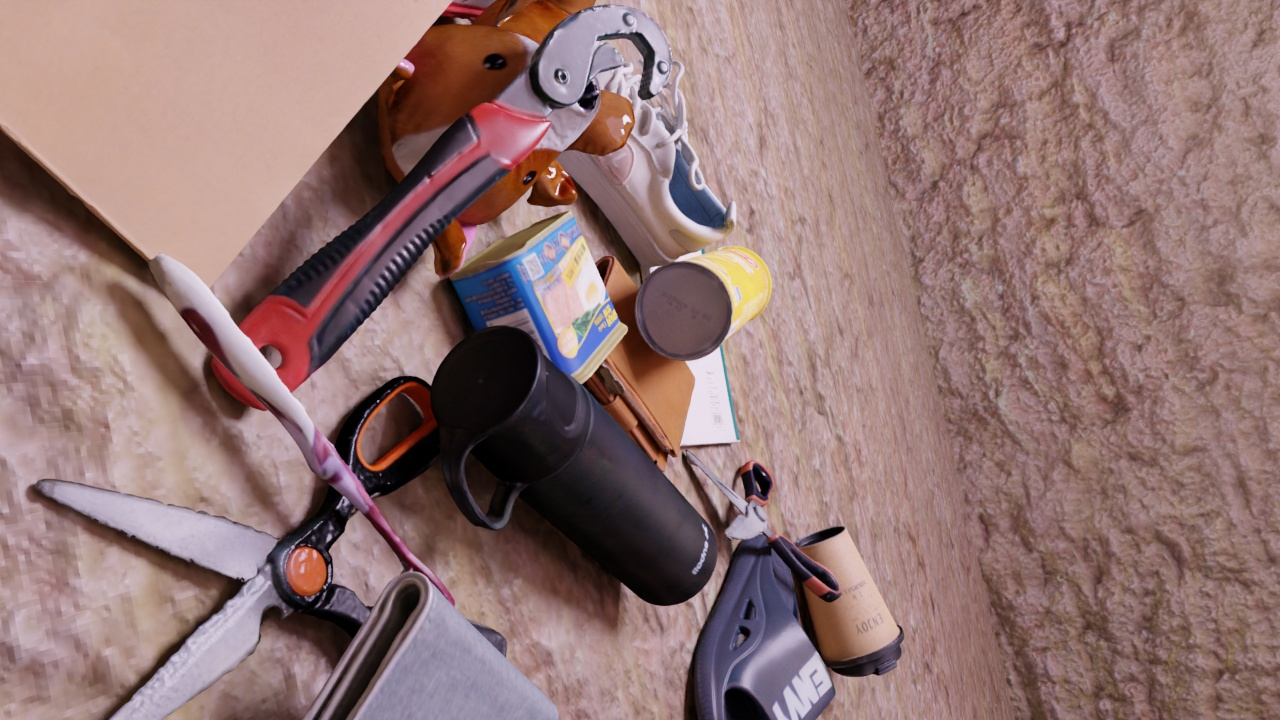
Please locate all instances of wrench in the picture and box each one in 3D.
[{"bbox_3d":[-0.078,-0.082,0.410,0.272,0.016,0.056,-47,112,-25],"label":"wrench"}]

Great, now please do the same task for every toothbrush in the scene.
[{"bbox_3d":[-0.129,0.039,0.359,0.187,0.016,0.017,59,38,-24],"label":"toothbrush"}]

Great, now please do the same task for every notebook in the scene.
[{"bbox_3d":[0.044,-0.028,0.817,0.150,0.012,0.209,9,70,-65],"label":"notebook"},{"bbox_3d":[-0.140,-0.144,0.328,0.207,0.008,0.148,-59,151,-21],"label":"notebook"}]

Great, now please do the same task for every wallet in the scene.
[{"bbox_3d":[-0.088,0.155,0.354,0.106,0.037,0.130,-58,146,-27],"label":"wallet"},{"bbox_3d":[-0.004,0.004,0.670,0.132,0.031,0.107,54,33,-33],"label":"wallet"}]

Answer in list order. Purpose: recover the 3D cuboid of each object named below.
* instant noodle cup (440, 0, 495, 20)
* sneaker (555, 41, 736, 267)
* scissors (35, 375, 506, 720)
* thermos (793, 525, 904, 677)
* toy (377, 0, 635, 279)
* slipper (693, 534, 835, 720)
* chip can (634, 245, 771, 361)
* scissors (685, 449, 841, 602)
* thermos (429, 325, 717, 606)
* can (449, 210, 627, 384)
[{"bbox_3d":[-0.103,-0.275,0.515,0.124,0.117,0.116,62,26,-5],"label":"instant noodle cup"},{"bbox_3d":[-0.007,-0.169,0.668,0.242,0.091,0.089,53,39,-35],"label":"sneaker"},{"bbox_3d":[-0.127,0.083,0.377,0.221,0.022,0.231,54,31,-32],"label":"scissors"},{"bbox_3d":[0.212,0.250,0.957,0.093,0.093,0.143,-16,85,-66],"label":"thermos"},{"bbox_3d":[-0.070,-0.141,0.506,0.199,0.131,0.140,-49,128,-50],"label":"toy"},{"bbox_3d":[0.109,0.231,0.741,0.111,0.083,0.267,66,24,-19],"label":"slipper"},{"bbox_3d":[0.056,-0.049,0.721,0.213,0.072,0.072,-35,110,-72],"label":"chip can"},{"bbox_3d":[0.111,0.144,0.807,0.189,0.015,0.222,54,17,6],"label":"scissors"},{"bbox_3d":[-0.032,0.079,0.514,0.242,0.068,0.089,51,58,-50],"label":"thermos"},{"bbox_3d":[-0.058,-0.033,0.541,0.083,0.057,0.101,66,25,-16],"label":"can"}]
